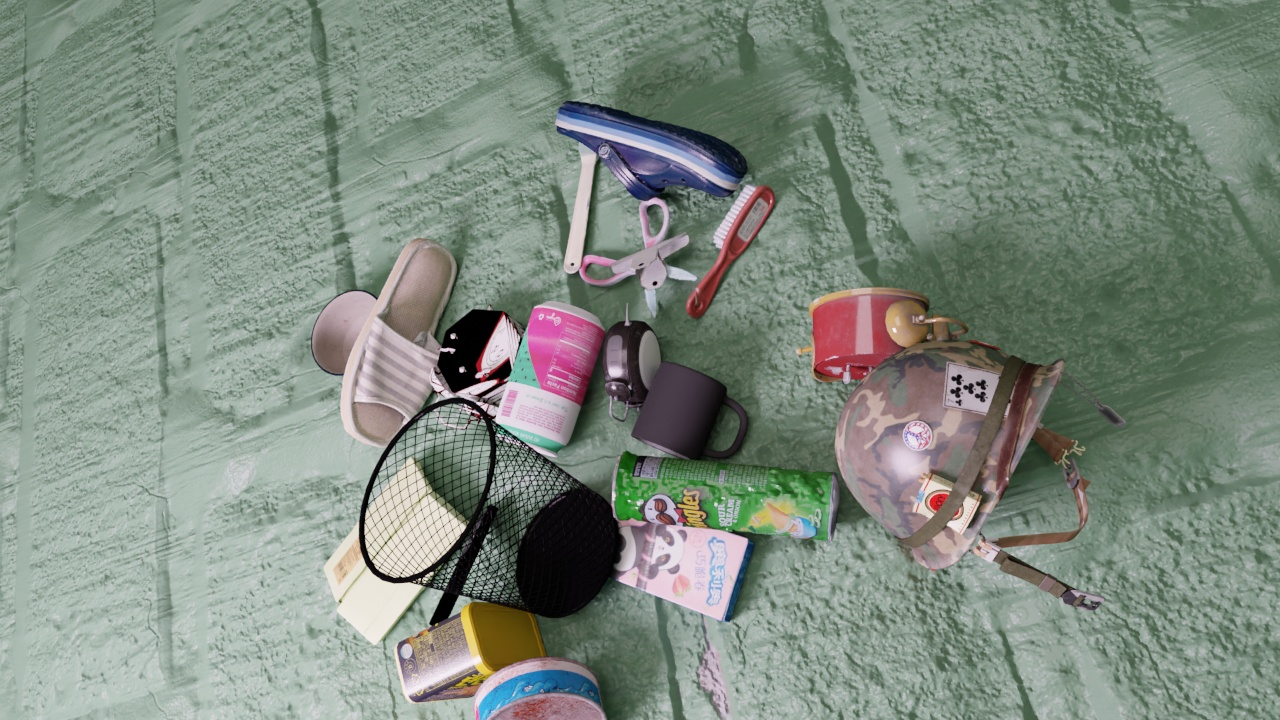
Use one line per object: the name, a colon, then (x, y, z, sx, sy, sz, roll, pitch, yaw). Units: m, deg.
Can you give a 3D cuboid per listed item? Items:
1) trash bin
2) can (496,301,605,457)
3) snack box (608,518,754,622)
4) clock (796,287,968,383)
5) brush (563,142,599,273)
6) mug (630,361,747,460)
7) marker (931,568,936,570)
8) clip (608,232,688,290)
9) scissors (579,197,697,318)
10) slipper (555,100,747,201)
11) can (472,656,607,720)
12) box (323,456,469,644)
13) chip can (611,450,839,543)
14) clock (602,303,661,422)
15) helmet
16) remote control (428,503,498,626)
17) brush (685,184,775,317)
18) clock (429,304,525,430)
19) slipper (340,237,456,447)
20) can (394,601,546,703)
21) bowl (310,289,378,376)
trash bin: (-0.142, 0.165, 0.935, 0.184, 0.210, 0.183, -22, 51, 30)
can: (-0.104, 0.021, 1.054, 0.088, 0.088, 0.165, 13, 79, 25)
snack box: (0.035, 0.207, 0.967, 0.154, 0.033, 0.088, 15, 79, 26)
clock: (0.240, -0.018, 0.902, 0.159, 0.117, 0.081, -11, 72, 40)
brush: (-0.071, -0.209, 1.152, 0.033, 0.012, 0.217, 0, 71, 23)
mug: (0.058, 0.062, 0.987, 0.113, 0.078, 0.088, 23, 82, 0)
marker: (0.250, 0.142, 0.906, 0.023, 0.021, 0.145, -28, 62, -16)
clip: (0.010, -0.108, 1.054, 0.102, 0.041, 0.054, -21, 39, 21)
scissors: (0.006, -0.128, 1.084, 0.171, 0.014, 0.168, 15, 74, 38)
slipper: (0.009, -0.240, 1.092, 0.253, 0.105, 0.095, 25, 109, 22)
can: (-0.101, 0.356, 0.919, 0.130, 0.130, 0.044, -33, 37, 10)
box: (-0.297, 0.224, 1.089, 0.188, 0.048, 0.140, -50, 60, 8)
chip can: (0.086, 0.137, 0.927, 0.223, 0.075, 0.075, 4, 75, 13)
clock: (-0.006, 0.006, 1.016, 0.044, 0.091, 0.122, -2, 76, 22)
helmet: (0.295, 0.085, 0.797, 0.236, 0.192, 0.225, 43, 135, 3)
remote control: (-0.195, 0.225, 1.016, 0.035, 0.013, 0.149, -50, 14, 42)
brush: (0.096, -0.127, 1.050, 0.030, 0.041, 0.172, 31, 89, 45)
clock: (-0.200, 0.010, 1.110, 0.115, 0.065, 0.154, 30, 86, 27)
slipper: (-0.291, -0.026, 1.140, 0.054, 0.114, 0.272, -1, 69, 44)
can: (-0.179, 0.310, 0.970, 0.101, 0.130, 0.072, -28, 65, 15)
bowl: (-0.362, -0.028, 1.193, 0.116, 0.059, 0.115, -7, 71, 20)
